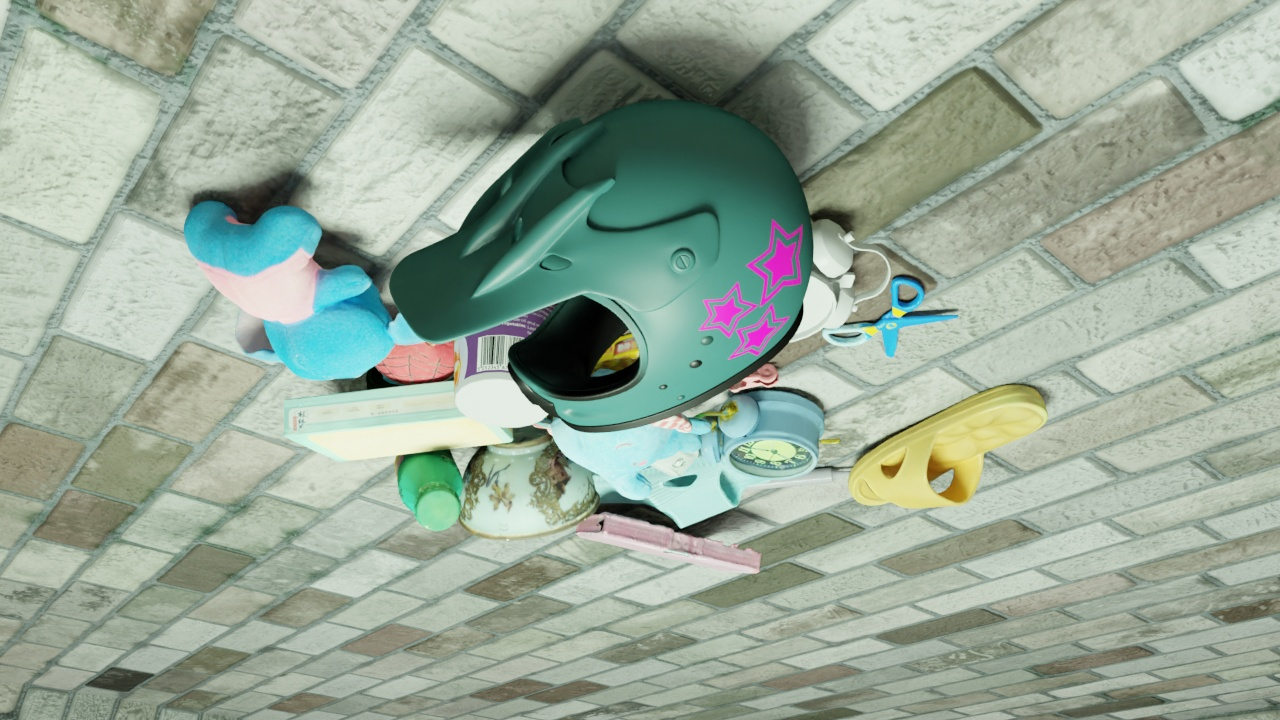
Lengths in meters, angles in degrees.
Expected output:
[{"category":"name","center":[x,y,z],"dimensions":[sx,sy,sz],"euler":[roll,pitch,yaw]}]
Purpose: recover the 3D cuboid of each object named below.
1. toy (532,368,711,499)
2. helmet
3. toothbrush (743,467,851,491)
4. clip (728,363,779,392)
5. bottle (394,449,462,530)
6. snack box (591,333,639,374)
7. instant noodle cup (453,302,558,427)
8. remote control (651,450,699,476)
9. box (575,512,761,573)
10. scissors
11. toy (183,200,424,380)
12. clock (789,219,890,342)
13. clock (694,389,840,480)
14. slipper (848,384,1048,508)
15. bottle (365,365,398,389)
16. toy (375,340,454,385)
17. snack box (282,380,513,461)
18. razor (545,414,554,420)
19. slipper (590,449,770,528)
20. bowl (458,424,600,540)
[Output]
[{"category":"toy","center":[-0.009,0.081,0.926],"dimensions":[0.184,0.114,0.180],"euler":[-8,156,35]},{"category":"helmet","center":[-0.017,-0.071,0.644],"dimensions":[0.275,0.176,0.200],"euler":[-29,131,5]},{"category":"toothbrush","center":[0.204,0.145,1.137],"dimensions":[0.188,0.018,0.019],"euler":[-8,156,13]},{"category":"clip","center":[0.110,0.015,0.942],"dimensions":[0.045,0.023,0.060],"euler":[27,144,-36]},{"category":"bottle","center":[-0.226,0.133,0.988],"dimensions":[0.068,0.068,0.210],"euler":[13,-177,-18]},{"category":"snack box","center":[-0.005,0.005,0.924],"dimensions":[0.152,0.025,0.075],"euler":[-15,143,24]},{"category":"instant noodle cup","center":[-0.123,-0.012,0.814],"dimensions":[0.137,0.121,0.122],"euler":[-7,146,12]},{"category":"remote control","center":[0.001,0.088,1.022],"dimensions":[0.133,0.022,0.050],"euler":[28,116,-19]},{"category":"box","center":[0.020,0.238,1.212],"dimensions":[0.232,0.040,0.179],"euler":[18,168,-22]},{"category":"scissors","center":[0.234,-0.036,0.865],"dimensions":[0.126,0.013,0.125],"euler":[-3,145,14]},{"category":"toy","center":[-0.277,-0.056,0.776],"dimensions":[0.224,0.098,0.191],"euler":[-2,142,22]},{"category":"clock","center":[0.132,-0.064,0.782],"dimensions":[0.159,0.061,0.120],"euler":[-5,146,12]},{"category":"clock","center":[0.127,0.080,1.005],"dimensions":[0.162,0.060,0.118],"euler":[13,147,-11]},{"category":"slipper","center":[0.340,0.118,1.034],"dimensions":[0.099,0.078,0.264],"euler":[22,137,-27]},{"category":"bottle","center":[-0.278,0.047,0.990],"dimensions":[0.033,0.033,0.123],"euler":[8,147,-10]},{"category":"toy","center":[-0.215,0.001,0.896],"dimensions":[0.092,0.062,0.133],"euler":[8,157,-1]},{"category":"snack box","center":[-0.235,0.063,0.920],"dimensions":[0.193,0.044,0.141],"euler":[-6,164,1]},{"category":"razor","center":[-0.158,0.051,1.003],"dimensions":[0.144,0.021,0.044],"euler":[1,129,-2]},{"category":"slipper","center":[0.027,0.158,1.112],"dimensions":[0.276,0.069,0.116],"euler":[-8,152,16]},{"category":"bowl","center":[-0.130,0.124,1.028],"dimensions":[0.160,0.159,0.094],"euler":[-4,106,7]}]
